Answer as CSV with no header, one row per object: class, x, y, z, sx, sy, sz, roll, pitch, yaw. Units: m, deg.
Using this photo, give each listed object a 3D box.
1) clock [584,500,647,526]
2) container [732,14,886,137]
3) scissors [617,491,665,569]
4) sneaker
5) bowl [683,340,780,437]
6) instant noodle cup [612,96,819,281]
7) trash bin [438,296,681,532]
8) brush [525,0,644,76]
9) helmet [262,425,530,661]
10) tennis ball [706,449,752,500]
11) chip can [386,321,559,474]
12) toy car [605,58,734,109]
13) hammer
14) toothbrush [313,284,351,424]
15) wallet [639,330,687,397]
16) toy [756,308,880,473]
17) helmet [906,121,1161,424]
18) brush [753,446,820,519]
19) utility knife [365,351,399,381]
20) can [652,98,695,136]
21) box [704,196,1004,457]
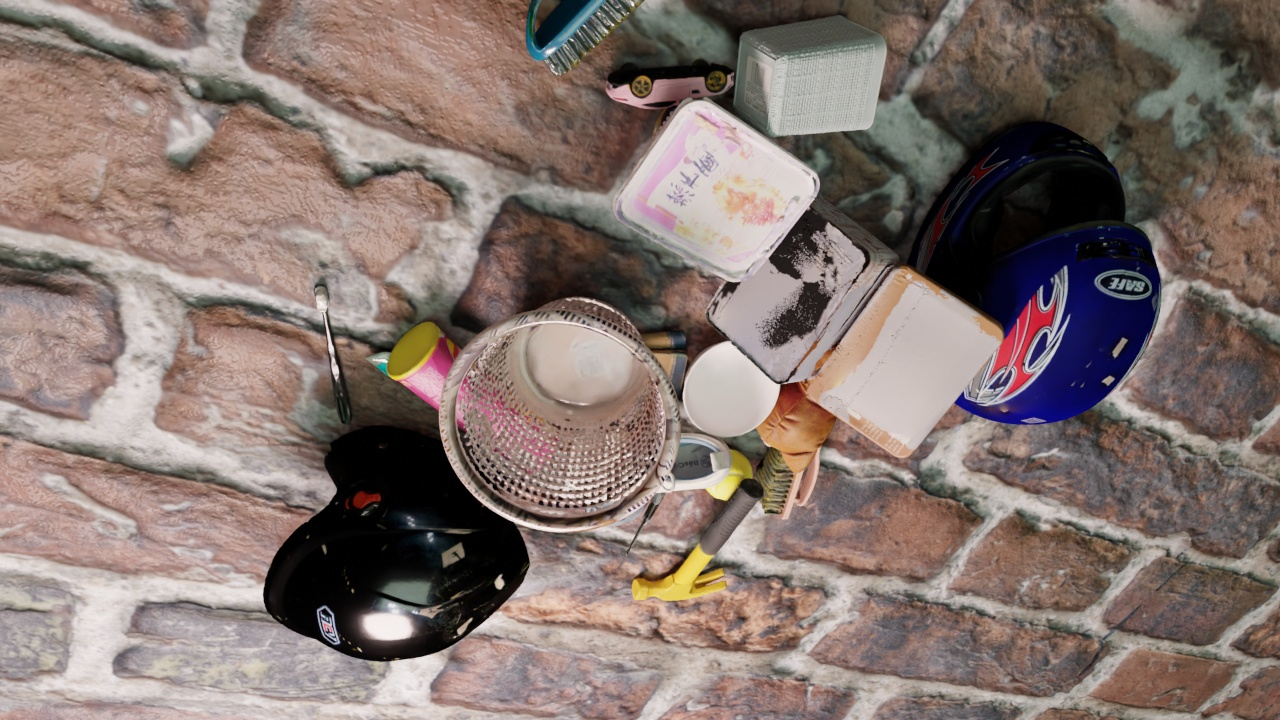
clock,-0.036,0.153,1.151,0.082,0.055,0.122,-11,127,-7
container,0.153,-0.264,0.861,0.111,0.090,0.090,-14,129,-20
scissors,0.006,0.203,1.146,0.014,0.168,0.156,27,159,5
sneaker,-0.013,0.123,1.068,0.242,0.091,0.089,-2,85,3
bowl,0.098,0.024,1.081,0.118,0.064,0.118,-4,108,-14
instant noodle cup,0.067,-0.167,0.875,0.173,0.060,0.138,25,116,-29
trash bin,-0.071,0.030,0.937,0.227,0.191,0.228,1,110,3
brush,-0.047,-0.318,0.795,0.144,0.055,0.073,-41,127,15
helmet,-0.264,0.219,1.022,0.273,0.230,0.234,-35,142,-42
tennis ball,0.112,0.147,1.184,0.065,0.065,0.066,-8,127,-11
chip can,-0.180,0.047,1.018,0.071,0.071,0.210,-37,128,11
toy car,0.028,-0.258,0.862,0.122,0.056,0.037,-8,124,-11
hammer,0.092,0.248,1.228,0.128,0.032,0.302,3,141,-20
toothbrush,-0.326,0.000,0.975,0.015,0.018,0.181,-8,129,-15
wallet,-0.006,0.006,1.067,0.115,0.033,0.090,-2,127,-11
toy,0.208,0.034,1.103,0.200,0.140,0.130,-53,160,21
helmet,0.439,-0.075,1.008,0.247,0.240,0.316,2,124,-20
brush,0.199,0.135,1.204,0.073,0.063,0.146,3,123,-14
utility knife,-0.241,0.030,1.025,0.029,0.013,0.151,-36,130,15
can,0.053,-0.186,0.928,0.074,0.049,0.148,-11,128,-8
box,0.221,-0.037,0.964,0.105,0.260,0.179,-7,135,-53
